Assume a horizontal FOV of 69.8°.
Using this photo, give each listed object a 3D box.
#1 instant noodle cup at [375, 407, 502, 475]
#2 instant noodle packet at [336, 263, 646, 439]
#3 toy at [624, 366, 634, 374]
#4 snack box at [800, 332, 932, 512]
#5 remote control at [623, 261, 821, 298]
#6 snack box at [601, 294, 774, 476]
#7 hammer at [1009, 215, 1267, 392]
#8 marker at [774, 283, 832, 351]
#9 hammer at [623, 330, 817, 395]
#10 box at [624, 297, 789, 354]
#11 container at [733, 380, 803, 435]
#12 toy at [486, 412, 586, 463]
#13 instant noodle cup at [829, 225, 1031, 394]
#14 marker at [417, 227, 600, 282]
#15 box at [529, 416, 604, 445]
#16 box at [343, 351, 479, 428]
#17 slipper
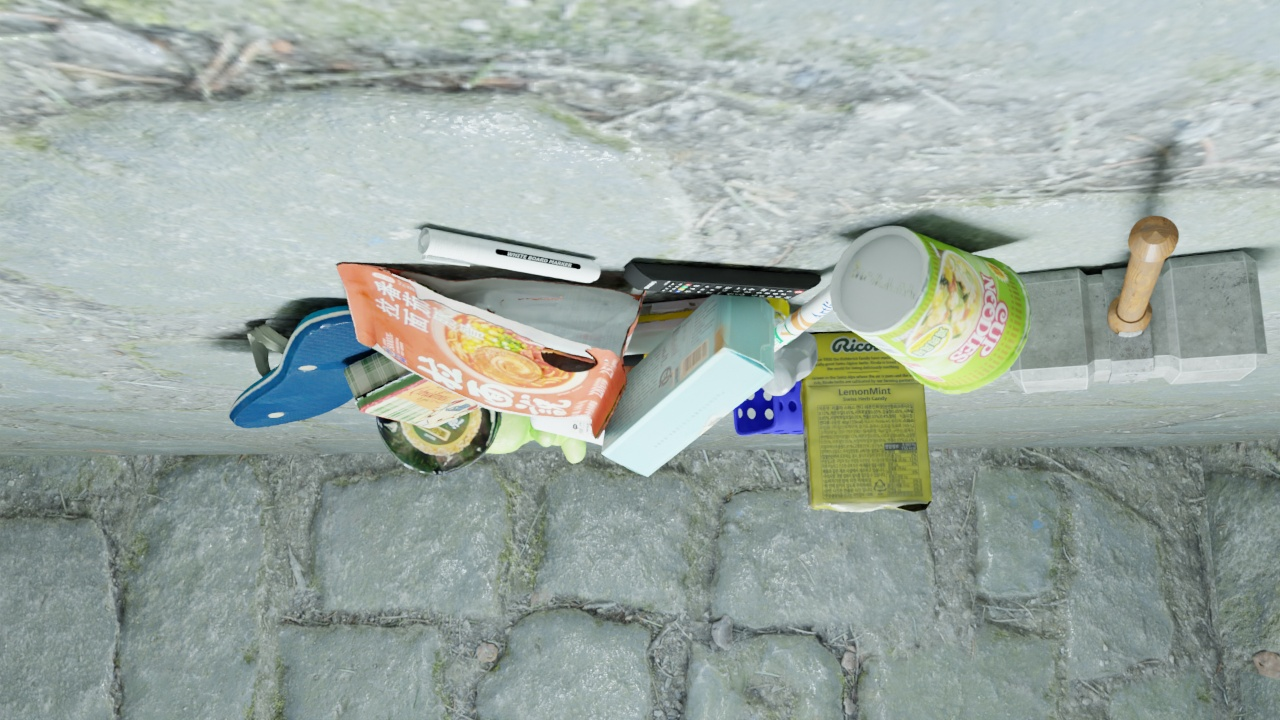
[{"bbox_3d":[-0.227,0.059,1.069,0.137,0.137,0.112,0,179,-2],"label":"instant noodle cup"},{"bbox_3d":[-0.120,-0.021,0.724,0.221,0.083,0.165,15,159,-6],"label":"instant noodle packet"},{"bbox_3d":[-0.006,0.006,0.949,0.128,0.065,0.094,12,-143,20],"label":"toy"},{"bbox_3d":[0.222,0.061,0.915,0.121,0.180,0.045,-3,167,6],"label":"snack box"},{"bbox_3d":[0.061,-0.058,0.671,0.146,0.015,0.033,2,171,-17],"label":"remote control"},{"bbox_3d":[0.036,0.018,0.740,0.053,0.074,0.175,28,133,-22],"label":"snack box"},{"bbox_3d":[0.317,-0.041,0.587,0.163,0.083,0.317,-5,170,24],"label":"hammer"},{"bbox_3d":[0.131,-0.038,0.695,0.017,0.017,0.146,3,156,-24],"label":"marker"},{"bbox_3d":[0.012,-0.005,0.873,0.324,0.029,0.126,1,-161,30],"label":"hammer"},{"bbox_3d":[0.025,-0.028,0.795,0.210,0.037,0.064,-3,167,21],"label":"box"},{"bbox_3d":[0.187,0.051,1.157,0.113,0.084,0.085,3,169,-31],"label":"container"},{"bbox_3d":[-0.182,0.089,1.349,0.196,0.107,0.150,14,-172,-29],"label":"toy"},{"bbox_3d":[0.183,-0.037,0.597,0.107,0.098,0.099,18,161,-42],"label":"instant noodle cup"},{"bbox_3d":[-0.082,-0.066,0.600,0.133,0.020,0.017,6,178,-39],"label":"marker"},{"bbox_3d":[-0.053,0.052,1.163,0.156,0.085,0.125,15,-152,4],"label":"box"},{"bbox_3d":[-0.200,0.020,0.909,0.117,0.051,0.205,-27,169,-1],"label":"box"},{"bbox_3d":[-0.311,-0.003,0.869,0.118,0.060,0.296,-1,160,-35],"label":"slipper"}]
